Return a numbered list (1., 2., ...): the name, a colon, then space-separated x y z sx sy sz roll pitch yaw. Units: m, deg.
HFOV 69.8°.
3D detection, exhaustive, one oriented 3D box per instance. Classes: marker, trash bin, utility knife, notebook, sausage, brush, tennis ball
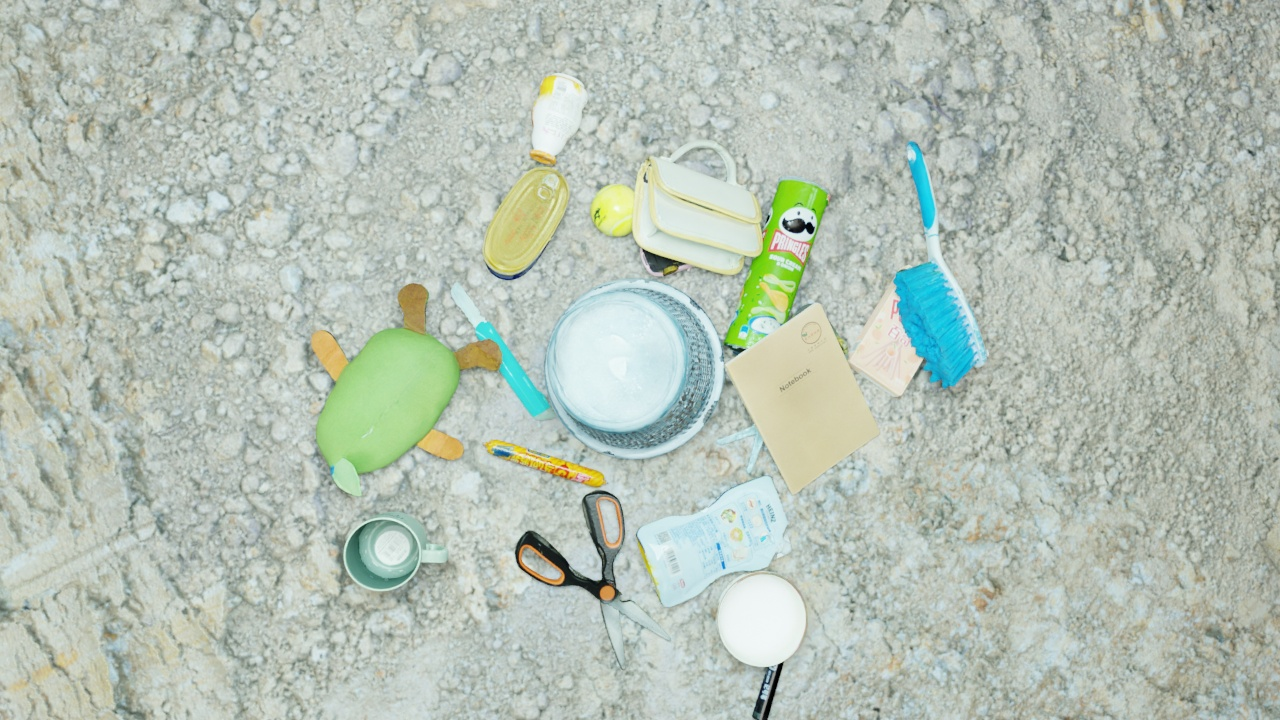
1. marker: 0.170 0.390 1.160 0.022 0.020 0.132 24 80 -35
2. trash bin: -0.018 0.005 1.053 0.227 0.195 0.226 0 87 6
3. utility knife: -0.174 -0.009 1.148 0.029 0.013 0.209 -35 93 -9
4. notebook: 0.208 0.051 1.160 0.147 0.008 0.208 -33 112 -10
5. sausage: -0.118 0.128 1.141 0.165 0.021 0.021 18 83 -6
6. brush: 0.371 -0.126 1.187 0.109 0.061 0.314 -22 87 -15
7. tennis ball: -0.031 -0.189 1.156 0.065 0.065 0.065 1 85 -8

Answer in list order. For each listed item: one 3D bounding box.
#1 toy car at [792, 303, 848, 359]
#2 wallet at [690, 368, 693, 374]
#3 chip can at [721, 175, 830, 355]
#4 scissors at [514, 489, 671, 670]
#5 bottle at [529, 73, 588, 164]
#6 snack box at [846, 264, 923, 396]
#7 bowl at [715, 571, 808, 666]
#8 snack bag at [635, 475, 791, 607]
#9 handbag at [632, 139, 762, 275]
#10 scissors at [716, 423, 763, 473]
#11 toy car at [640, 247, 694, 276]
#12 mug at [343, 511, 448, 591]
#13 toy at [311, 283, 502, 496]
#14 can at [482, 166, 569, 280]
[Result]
1. toy car: 0.232 -0.030 1.193 0.043 0.036 0.091 -32 91 -8
2. wallet: -0.007 0.007 1.167 0.122 0.020 0.096 -32 85 -8
3. chip can: 0.175 -0.115 1.175 0.072 0.072 0.236 20 84 -6
4. scissors: -0.058 0.271 1.141 0.222 0.022 0.221 6 90 -5
5. bottle: -0.108 -0.303 1.156 0.063 0.063 0.108 18 83 -6
6. snack box: 0.344 -0.040 1.214 0.084 0.026 0.157 33 82 -4
7. bowl: 0.146 0.316 1.141 0.113 0.062 0.113 1 85 -6
8. snack bag: 0.097 0.227 1.154 0.191 0.039 0.110 -21 83 -11
9. handbag: 0.076 -0.210 1.151 0.163 0.063 0.178 13 65 -26
10. scissors: 0.158 0.078 1.186 0.133 0.017 0.128 -17 90 -5
11. toy car: 0.057 -0.144 1.180 0.122 0.037 0.056 -20 86 -21
12. mug: -0.279 0.220 1.068 0.111 0.106 0.082 6 84 -7
13. toy: -0.293 0.038 1.091 0.227 0.090 0.246 42 85 -13
14. can: -0.143 -0.170 1.147 0.074 0.049 0.148 30 82 -5
